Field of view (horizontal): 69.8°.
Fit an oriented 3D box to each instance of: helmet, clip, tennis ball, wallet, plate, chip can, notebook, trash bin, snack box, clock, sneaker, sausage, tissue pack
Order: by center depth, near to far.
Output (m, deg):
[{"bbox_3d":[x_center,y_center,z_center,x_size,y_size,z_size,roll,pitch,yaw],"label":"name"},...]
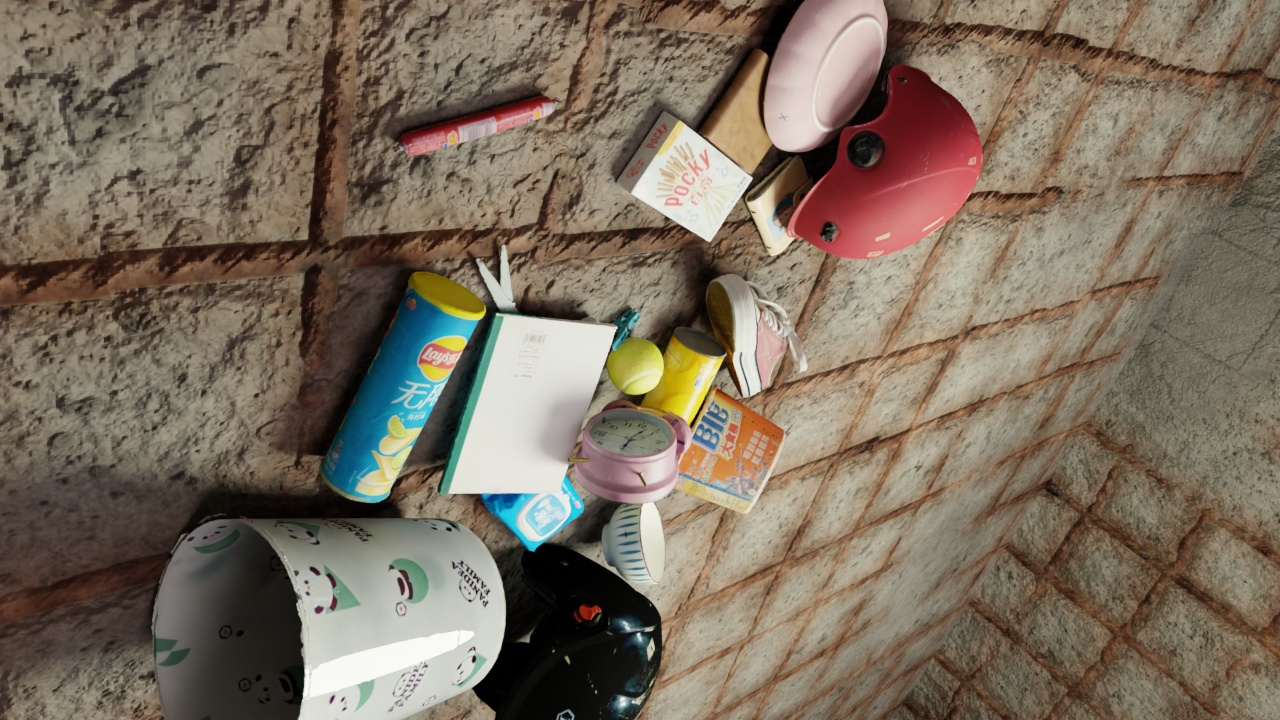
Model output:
[{"bbox_3d":[-0.132,-0.194,0.755,0.155,0.020,0.020,-25,139,-29],"label":"sausage"},{"bbox_3d":[-0.218,0.026,0.831,0.071,0.071,0.210,10,116,-51],"label":"chip can"},{"bbox_3d":[-0.278,0.251,0.866,0.251,0.229,0.230,7,119,-55],"label":"trash bin"},{"bbox_3d":[0.049,-0.186,0.950,0.085,0.027,0.156,-55,145,11],"label":"snack box"},{"bbox_3d":[-0.117,0.051,0.960,0.150,0.012,0.209,5,115,-39],"label":"notebook"},{"bbox_3d":[0.119,-0.257,0.962,0.101,0.020,0.115,-55,147,11],"label":"wallet"},{"bbox_3d":[0.205,-0.306,0.968,0.192,0.039,0.193,-34,144,-31],"label":"plate"},{"bbox_3d":[-0.022,-0.036,1.023,0.055,0.037,0.013,-46,148,-16],"label":"clip"},{"bbox_3d":[-0.007,0.094,1.032,0.158,0.117,0.060,-48,148,-58],"label":"clock"},{"bbox_3d":[-0.006,0.006,1.042,0.065,0.065,0.066,-28,140,-26],"label":"tennis ball"},{"bbox_3d":[0.294,-0.202,1.055,0.240,0.144,0.207,-50,163,0],"label":"helmet"},{"bbox_3d":[0.170,-0.185,1.085,0.087,0.024,0.115,-41,145,-2],"label":"wallet"},{"bbox_3d":[-0.123,0.168,1.086,0.095,0.052,0.157,-40,144,-11],"label":"tissue pack"},{"bbox_3d":[0.142,-0.036,1.126,0.088,0.118,0.241,-25,149,-2],"label":"sneaker"},{"bbox_3d":[0.033,0.065,1.136,0.072,0.072,0.214,-1,124,-46],"label":"chip can"},{"bbox_3d":[-0.091,0.382,1.176,0.274,0.230,0.234,-66,179,-65],"label":"helmet"}]

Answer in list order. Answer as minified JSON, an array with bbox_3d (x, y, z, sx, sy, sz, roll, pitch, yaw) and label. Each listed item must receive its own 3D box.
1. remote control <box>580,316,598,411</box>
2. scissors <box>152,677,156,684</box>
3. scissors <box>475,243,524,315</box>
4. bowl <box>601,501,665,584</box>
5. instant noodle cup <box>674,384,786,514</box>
[{"bbox_3d":[-0.072,0.015,1.013,0.055,0.020,0.136,-31,144,-40],"label":"remote control"},{"bbox_3d":[-0.405,0.326,0.973,0.223,0.015,0.189,-40,144,-13],"label":"scissors"},{"bbox_3d":[-0.123,-0.047,0.912,0.143,0.012,0.170,-7,130,-43],"label":"scissors"},{"bbox_3d":[-0.013,0.247,1.248,0.066,0.116,0.116,-10,147,15],"label":"bowl"},{"bbox_3d":[0.113,0.121,1.186,0.151,0.111,0.151,-63,175,-10],"label":"instant noodle cup"}]
